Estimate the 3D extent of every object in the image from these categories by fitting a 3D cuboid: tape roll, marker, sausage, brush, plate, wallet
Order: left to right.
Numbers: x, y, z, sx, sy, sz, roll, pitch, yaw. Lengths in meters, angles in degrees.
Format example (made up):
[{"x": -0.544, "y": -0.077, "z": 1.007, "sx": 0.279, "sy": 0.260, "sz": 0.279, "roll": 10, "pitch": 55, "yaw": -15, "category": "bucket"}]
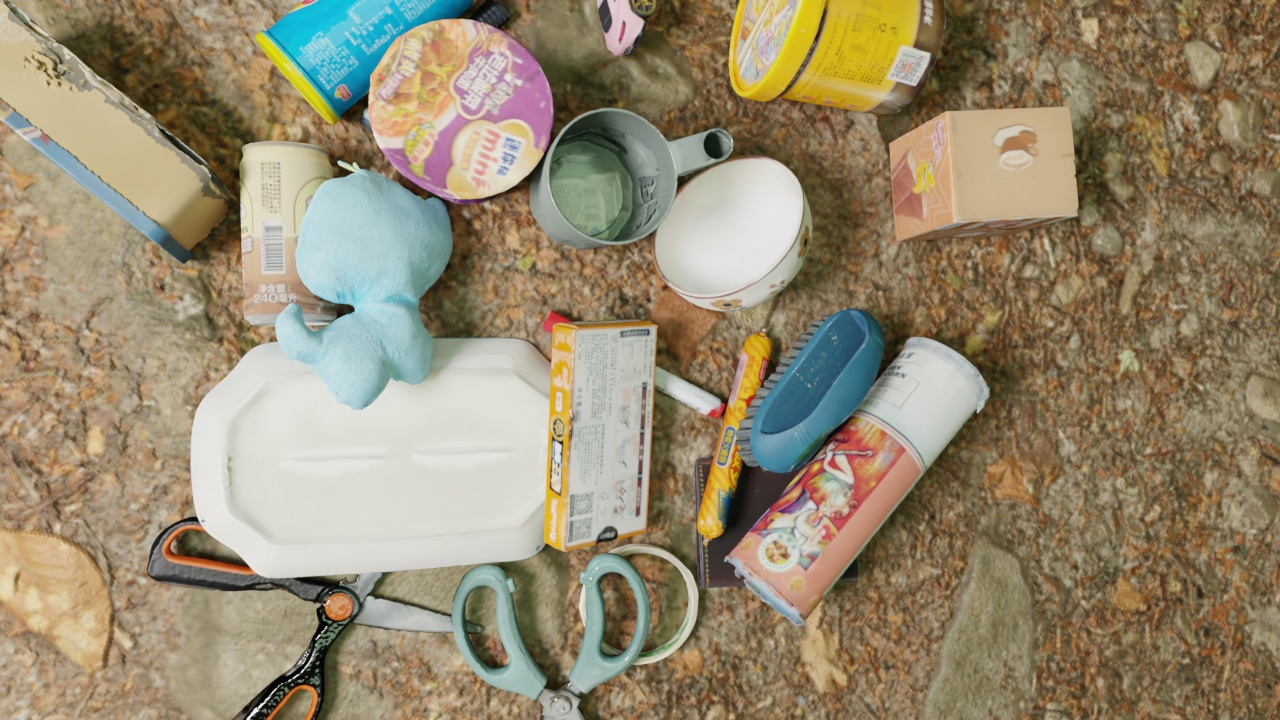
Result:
[{"x": -0.163, "y": 0.063, "z": 0.620, "sx": 0.265, "sy": 0.034, "sz": 0.162, "roll": 0, "pitch": 87, "yaw": -14, "category": "plate"}, {"x": -0.145, "y": -0.207, "z": 0.643, "sx": 0.130, "sy": 0.018, "sz": 0.022, "roll": -42, "pitch": 87, "yaw": -7, "category": "marker"}, {"x": -0.004, "y": 0.004, "z": 0.665, "sx": 0.145, "sy": 0.017, "sz": 0.017, "roll": 28, "pitch": 86, "yaw": -8, "category": "marker"}, {"x": -0.001, "y": 0.177, "z": 0.667, "sx": 0.085, "sy": 0.014, "sz": 0.086, "roll": 0, "pitch": 90, "yaw": -9, "category": "tape roll"}, {"x": 0.068, "y": 0.053, "z": 0.663, "sx": 0.021, "sy": 0.021, "sz": 0.165, "roll": 18, "pitch": 78, "yaw": -9, "category": "sausage"}, {"x": 0.101, "y": 0.118, "z": 0.681, "sx": 0.122, "sy": 0.020, "sz": 0.096, "roll": -1, "pitch": 88, "yaw": -10, "category": "wallet"}, {"x": 0.127, "y": 0.019, "z": 0.644, "sx": 0.055, "sy": 0.074, "sz": 0.143, "roll": 47, "pitch": 68, "yaw": -15, "category": "brush"}]

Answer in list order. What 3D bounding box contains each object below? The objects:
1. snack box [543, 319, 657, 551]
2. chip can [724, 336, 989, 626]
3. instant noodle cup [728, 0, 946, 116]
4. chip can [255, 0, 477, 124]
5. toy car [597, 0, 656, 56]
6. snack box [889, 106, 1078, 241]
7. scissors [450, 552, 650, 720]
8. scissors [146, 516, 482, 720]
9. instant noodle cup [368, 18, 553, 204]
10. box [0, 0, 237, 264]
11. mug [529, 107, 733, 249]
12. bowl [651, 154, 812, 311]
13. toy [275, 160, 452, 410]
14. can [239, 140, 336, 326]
[{"x": -0.027, "y": 0.049, "z": 0.629, "sx": 0.075, "sy": 0.026, "sz": 0.154, "roll": -5, "pitch": 102, "yaw": -41, "category": "snack box"}, {"x": 0.154, "y": 0.084, "z": 0.650, "sx": 0.071, "sy": 0.071, "sz": 0.214, "roll": 44, "pitch": 77, "yaw": -6, "category": "chip can"}, {"x": 0.138, "y": -0.230, "z": 0.641, "sx": 0.114, "sy": 0.118, "sz": 0.118, "roll": 10, "pitch": 88, "yaw": -16, "category": "instant noodle cup"}, {"x": -0.152, "y": -0.253, "z": 0.615, "sx": 0.210, "sy": 0.071, "sz": 0.071, "roll": -43, "pitch": 96, "yaw": -7, "category": "chip can"}, {"x": -0.010, "y": -0.277, "z": 0.645, "sx": 0.037, "sy": 0.056, "sz": 0.122, "roll": 4, "pitch": 89, "yaw": -16, "category": "toy car"}, {"x": 0.245, "y": -0.133, "z": 0.664, "sx": 0.092, "sy": 0.094, "sz": 0.077, "roll": -4, "pitch": 90, "yaw": -9, "category": "snack box"}, {"x": -0.075, "y": 0.210, "z": 0.646, "sx": 0.172, "sy": 0.019, "sz": 0.177, "roll": 15, "pitch": 99, "yaw": -4, "category": "scissors"}, {"x": -0.227, "y": 0.172, "z": 0.631, "sx": 0.221, "sy": 0.022, "sz": 0.233, "roll": 33, "pitch": 84, "yaw": -12, "category": "scissors"}, {"x": -0.115, "y": -0.154, "z": 0.606, "sx": 0.111, "sy": 0.099, "sz": 0.111, "roll": 0, "pitch": 90, "yaw": -8, "category": "instant noodle cup"}, {"x": -0.338, "y": -0.137, "z": 0.577, "sx": 0.184, "sy": 0.090, "sz": 0.062, "roll": 42, "pitch": 77, "yaw": -5, "category": "box"}, {"x": -0.011, "y": -0.122, "z": 0.618, "sx": 0.123, "sy": 0.103, "sz": 0.083, "roll": -19, "pitch": 98, "yaw": -13, "category": "mug"}, {"x": 0.071, "y": -0.081, "z": 0.644, "sx": 0.113, "sy": 0.113, "sz": 0.062, "roll": -58, "pitch": 140, "yaw": -5, "category": "bowl"}, {"x": -0.174, "y": -0.056, "z": 0.593, "sx": 0.161, "sy": 0.050, "sz": 0.156, "roll": -29, "pitch": 98, "yaw": -49, "category": "toy"}, {"x": -0.233, "y": -0.082, "z": 0.608, "sx": 0.058, "sy": 0.058, "sz": 0.116, "roll": -2, "pitch": 90, "yaw": -9, "category": "can"}]
